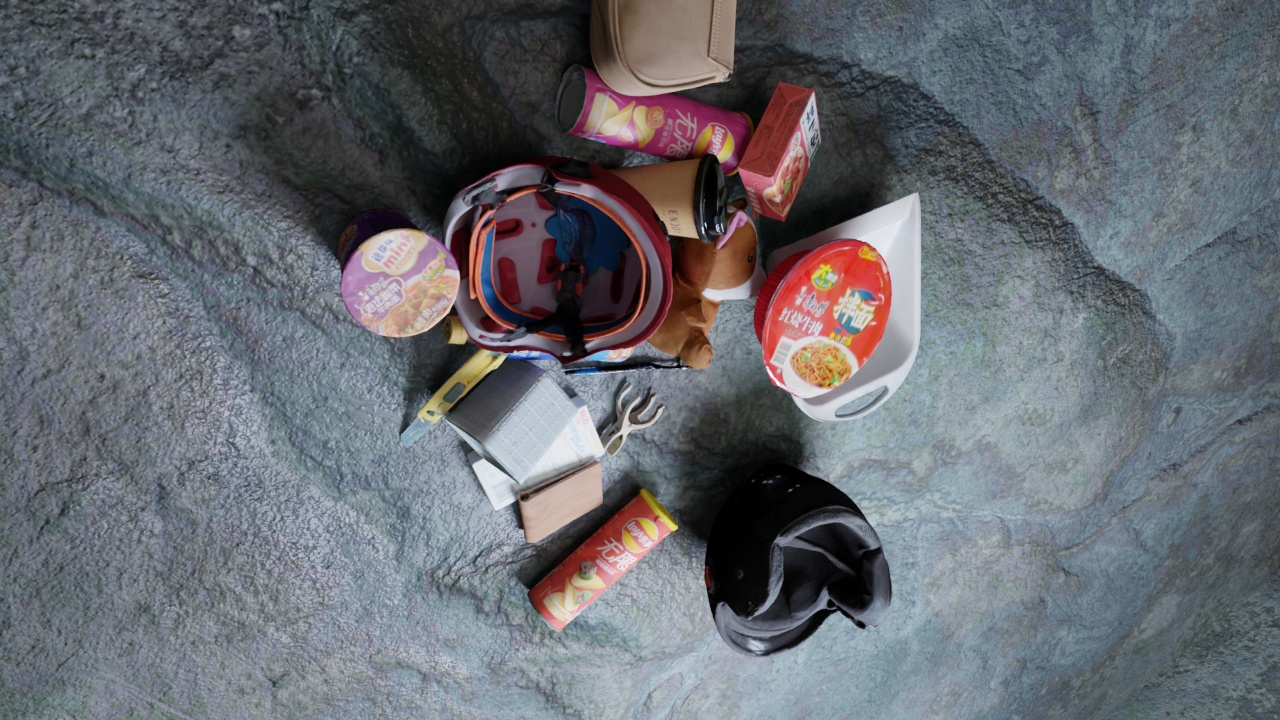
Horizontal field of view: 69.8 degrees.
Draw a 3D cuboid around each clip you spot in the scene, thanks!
[{"bbox_3d":[-0.006,0.078,1.178,0.092,0.035,0.103,-2,123,-27],"label":"clip"}]

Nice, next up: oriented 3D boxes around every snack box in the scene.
[{"bbox_3d":[0.160,-0.225,1.026,0.113,0.044,0.127,-65,158,-10],"label":"snack box"},{"bbox_3d":[-0.128,0.115,1.135,0.156,0.027,0.085,-28,127,-12],"label":"snack box"}]

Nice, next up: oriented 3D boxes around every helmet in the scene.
[{"bbox_3d":[-0.070,-0.113,0.926,0.240,0.143,0.207,6,123,14],"label":"helmet"},{"bbox_3d":[0.204,0.284,1.297,0.233,0.230,0.275,13,121,-25],"label":"helmet"}]

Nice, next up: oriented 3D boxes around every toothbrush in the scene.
[{"bbox_3d":[-0.007,0.007,1.148,0.189,0.014,0.016,-4,118,-27],"label":"toothbrush"}]

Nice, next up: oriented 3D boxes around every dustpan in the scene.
[{"bbox_3d":[0.274,-0.045,1.168,0.222,0.142,0.258,-24,152,-16],"label":"dustpan"}]

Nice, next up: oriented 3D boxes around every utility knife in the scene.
[{"bbox_3d":[-0.210,0.037,1.018,0.031,0.020,0.197,36,123,-24],"label":"utility knife"}]

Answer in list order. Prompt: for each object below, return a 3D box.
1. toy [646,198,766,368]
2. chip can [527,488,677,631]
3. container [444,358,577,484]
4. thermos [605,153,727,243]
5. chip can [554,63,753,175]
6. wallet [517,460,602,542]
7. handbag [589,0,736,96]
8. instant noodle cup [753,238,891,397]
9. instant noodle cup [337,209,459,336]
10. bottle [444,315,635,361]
[{"bbox_3d":[0.083,-0.092,1.072,0.130,0.140,0.200,17,106,-8],"label":"toy"},{"bbox_3d":[-0.052,0.269,1.242,0.216,0.073,0.073,-41,129,-2],"label":"chip can"},{"bbox_3d":[-0.143,0.064,1.047,0.111,0.090,0.090,-48,130,-16],"label":"container"},{"bbox_3d":[0.025,-0.172,0.974,0.143,0.092,0.093,4,126,18],"label":"thermos"},{"bbox_3d":[0.017,-0.251,0.968,0.210,0.071,0.071,6,114,-32],"label":"chip can"},{"bbox_3d":[-0.101,0.180,1.177,0.115,0.020,0.101,-24,145,-21],"label":"wallet"},{"bbox_3d":[0.023,-0.359,0.882,0.147,0.100,0.204,0,101,-24],"label":"handbag"},{"bbox_3d":[0.201,-0.057,1.072,0.193,0.066,0.194,-15,120,-28],"label":"instant noodle cup"},{"bbox_3d":[-0.246,-0.093,0.897,0.111,0.099,0.112,-14,124,-23],"label":"instant noodle cup"},{"bbox_3d":[-0.111,-0.031,1.032,0.218,0.065,0.065,0,118,-29],"label":"bottle"}]
